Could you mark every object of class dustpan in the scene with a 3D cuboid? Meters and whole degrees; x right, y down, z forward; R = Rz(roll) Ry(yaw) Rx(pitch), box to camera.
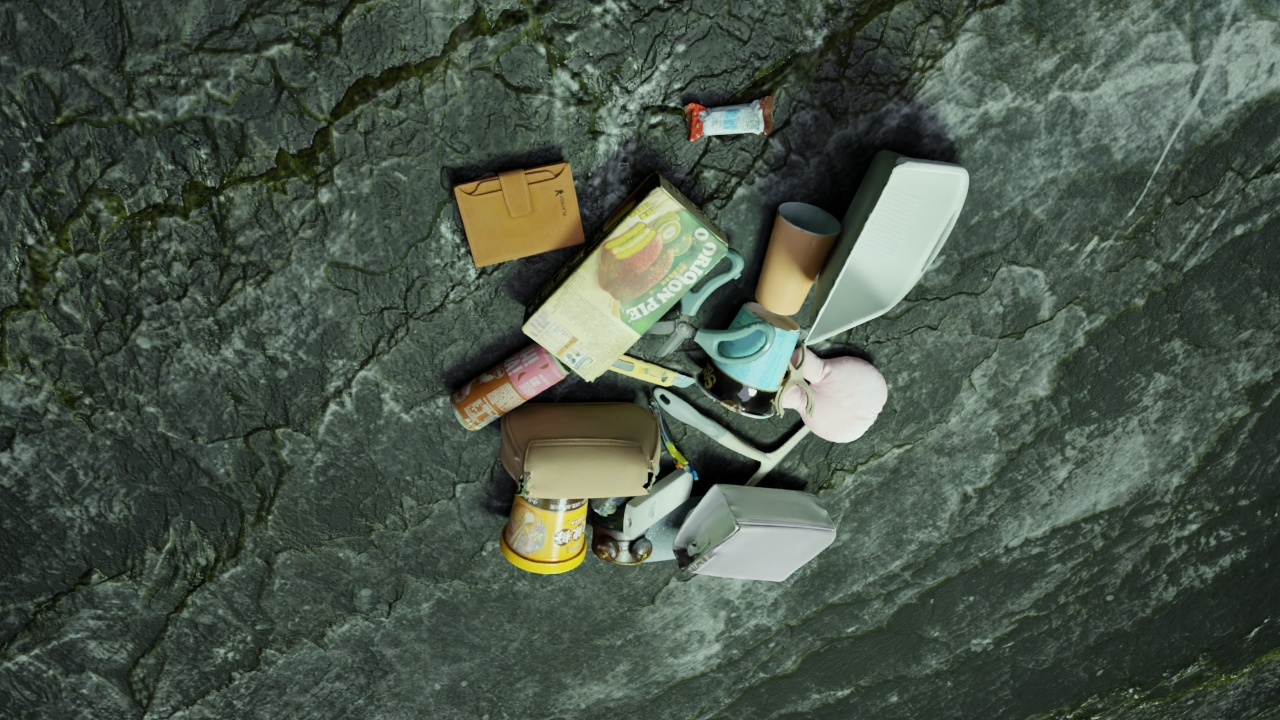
[{"bbox_3d":[0.302,-0.132,1.061,0.142,0.257,0.223,23,118,0],"label":"dustpan"}]

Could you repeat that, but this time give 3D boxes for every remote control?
[{"bbox_3d":[0.026,0.193,1.270,0.134,0.019,0.056,-28,134,-44],"label":"remote control"}]

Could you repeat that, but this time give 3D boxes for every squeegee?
[{"bbox_3d":[0.115,0.101,1.265,0.246,0.039,0.247,31,112,-29],"label":"squeegee"}]

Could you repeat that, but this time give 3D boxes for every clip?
[{"bbox_3d":[0.190,0.031,1.200,0.089,0.035,0.104,-21,97,2],"label":"clip"}]

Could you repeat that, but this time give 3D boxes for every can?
[{"bbox_3d":[-0.162,0.029,1.139,0.147,0.057,0.058,-31,125,8],"label":"can"}]

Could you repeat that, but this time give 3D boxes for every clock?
[{"bbox_3d":[-0.028,0.248,1.283,0.082,0.122,0.055,2,110,-15],"label":"clock"}]

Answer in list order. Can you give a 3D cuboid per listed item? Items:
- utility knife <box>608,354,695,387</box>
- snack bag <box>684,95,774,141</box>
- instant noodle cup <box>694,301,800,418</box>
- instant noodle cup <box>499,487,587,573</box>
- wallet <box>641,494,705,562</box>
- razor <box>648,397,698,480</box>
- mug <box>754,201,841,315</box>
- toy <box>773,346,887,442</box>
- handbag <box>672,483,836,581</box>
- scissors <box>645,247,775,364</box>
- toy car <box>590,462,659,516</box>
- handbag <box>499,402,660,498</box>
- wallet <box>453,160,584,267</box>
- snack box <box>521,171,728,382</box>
[{"bbox_3d":[-0.007,0.007,1.191,0.175,0.019,0.031,15,125,-27],"label":"utility knife"},{"bbox_3d":[0.099,-0.268,1.019,0.105,0.026,0.045,-7,116,-10],"label":"snack bag"},{"bbox_3d":[0.144,-0.005,1.166,0.111,0.111,0.121,16,112,-23],"label":"instant noodle cup"},{"bbox_3d":[-0.124,0.206,1.238,0.118,0.118,0.115,5,113,-17],"label":"instant noodle cup"},{"bbox_3d":[0.051,0.249,1.364,0.097,0.019,0.121,-4,123,-13],"label":"wallet"},{"bbox_3d":[0.039,0.106,1.240,0.022,0.042,0.143,-30,123,-5],"label":"razor"},{"bbox_3d":[0.184,-0.121,1.113,0.078,0.078,0.123,5,127,-17],"label":"mug"},{"bbox_3d":[0.255,0.043,1.245,0.159,0.054,0.121,26,100,-14],"label":"toy"},{"bbox_3d":[0.160,0.251,1.325,0.196,0.098,0.145,12,127,-34],"label":"handbag"},{"bbox_3d":[0.080,-0.068,1.126,0.175,0.019,0.177,1,100,25],"label":"scissors"},{"bbox_3d":[-0.024,0.164,1.265,0.121,0.054,0.036,-42,125,16],"label":"toy car"},{"bbox_3d":[-0.076,0.119,1.165,0.204,0.147,0.100,1,121,-9],"label":"handbag"},{"bbox_3d":[-0.134,-0.165,1.032,0.131,0.031,0.108,-13,127,-6],"label":"wallet"},{"bbox_3d":[-0.021,-0.093,1.067,0.114,0.063,0.241,38,112,-20],"label":"snack box"}]
